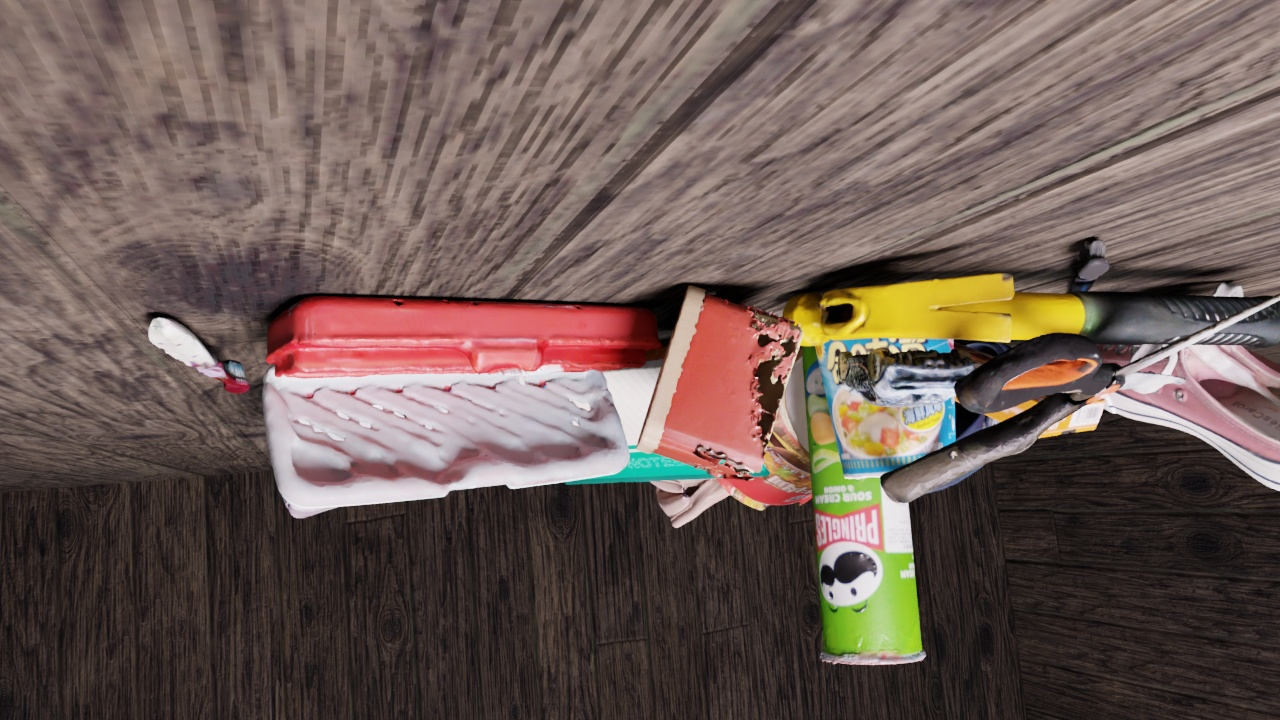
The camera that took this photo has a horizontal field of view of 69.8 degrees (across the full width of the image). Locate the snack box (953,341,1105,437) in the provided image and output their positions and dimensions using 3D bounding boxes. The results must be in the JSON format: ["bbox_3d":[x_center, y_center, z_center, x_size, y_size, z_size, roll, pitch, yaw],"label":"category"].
[{"bbox_3d":[0.255,0.015,0.687,0.075,0.026,0.154,-1,-159,-35],"label":"snack box"}]

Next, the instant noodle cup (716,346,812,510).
[{"bbox_3d":[0.132,0.049,0.771,0.137,0.137,0.109,-2,163,-27],"label":"instant noodle cup"}]

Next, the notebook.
[{"bbox_3d":[-0.018,0.054,0.743,0.210,0.012,0.150,-7,137,35],"label":"notebook"}]

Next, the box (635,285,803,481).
[{"bbox_3d":[0.047,0.020,0.525,0.077,0.091,0.168,18,173,1],"label":"box"}]

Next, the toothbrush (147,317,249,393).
[{"bbox_3d":[-0.236,-0.003,0.498,0.016,0.017,0.188,-12,173,-14],"label":"toothbrush"}]

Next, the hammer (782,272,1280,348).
[{"bbox_3d":[0.236,-0.023,0.502,0.300,0.033,0.129,0,180,-20],"label":"hammer"}]

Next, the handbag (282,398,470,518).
[{"bbox_3d":[-0.213,0.066,0.725,0.144,0.098,0.197,-7,173,-22],"label":"handbag"}]

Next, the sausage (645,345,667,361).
[{"bbox_3d":[-0.004,0.004,0.697,0.166,0.021,0.021,-11,172,39],"label":"sausage"}]

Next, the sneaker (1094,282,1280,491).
[{"bbox_3d":[0.369,0.000,0.616,0.118,0.088,0.241,-30,-158,2],"label":"sneaker"}]

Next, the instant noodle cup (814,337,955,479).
[{"bbox_3d":[0.160,0.020,0.592,0.099,0.110,0.099,-5,174,-1],"label":"instant noodle cup"}]

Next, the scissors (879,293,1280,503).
[{"bbox_3d":[0.219,0.022,0.475,0.232,0.021,0.222,3,146,-43],"label":"scissors"}]

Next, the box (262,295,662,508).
[{"bbox_3d":[-0.087,0.025,0.480,0.201,0.100,0.096,-1,173,-35],"label":"box"}]

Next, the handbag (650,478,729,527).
[{"bbox_3d":[0.108,0.090,0.943,0.193,0.093,0.234,-31,177,-11],"label":"handbag"}]

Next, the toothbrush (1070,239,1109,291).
[{"bbox_3d":[0.252,-0.048,0.520,0.014,0.016,0.189,-10,175,23],"label":"toothbrush"}]

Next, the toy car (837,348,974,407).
[{"bbox_3d":[0.136,0.009,0.481,0.049,0.031,0.105,1,-179,-1],"label":"toy car"}]

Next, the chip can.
[{"bbox_3d":[0.158,0.093,0.661,0.072,0.235,0.072,-2,169,-1],"label":"chip can"}]

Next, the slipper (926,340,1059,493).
[{"bbox_3d":[0.295,0.028,0.811,0.252,0.095,0.105,-27,-154,-23],"label":"slipper"}]

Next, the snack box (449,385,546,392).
[{"bbox_3d":[-0.127,0.007,0.602,0.157,0.026,0.085,-4,173,-11],"label":"snack box"}]
